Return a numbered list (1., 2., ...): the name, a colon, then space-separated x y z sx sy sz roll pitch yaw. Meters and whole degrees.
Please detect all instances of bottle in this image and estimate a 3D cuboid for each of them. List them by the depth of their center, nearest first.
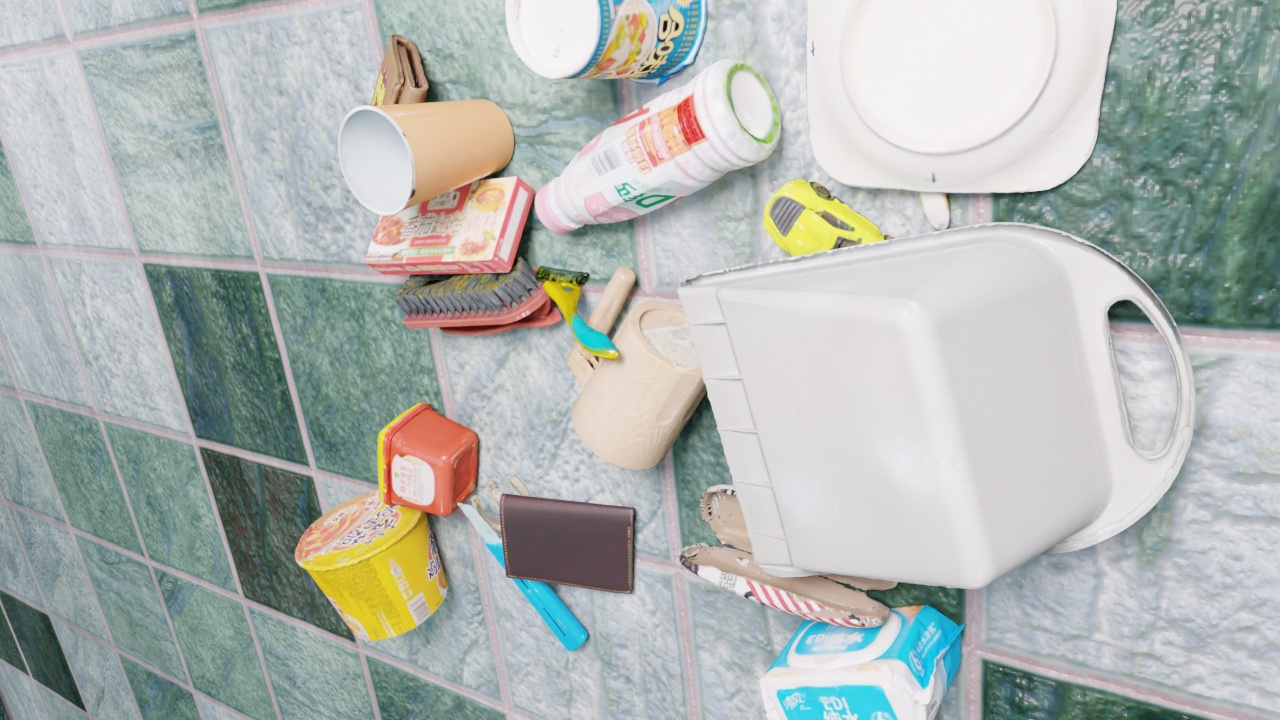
1. bottle: 0.003 -0.137 0.638 0.197 0.068 0.068 -19 99 43

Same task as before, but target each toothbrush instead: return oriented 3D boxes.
1. toothbrush: 0.157 -0.169 0.546 0.016 0.018 0.191 -8 108 40

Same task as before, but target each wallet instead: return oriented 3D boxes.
1. wallet: -0.207 -0.198 0.760 0.116 0.033 0.090 -58 39 36
2. wallet: -0.066 0.166 0.827 0.122 0.020 0.096 6 120 10

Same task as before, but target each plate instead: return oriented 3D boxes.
1. plate: 0.169 -0.172 0.506 0.164 0.034 0.164 5 113 23

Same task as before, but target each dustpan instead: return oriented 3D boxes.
1. dustpan: 0.175 0.028 0.566 0.258 0.142 0.223 1 110 61

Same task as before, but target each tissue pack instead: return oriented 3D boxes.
1. tissue pack: 0.161 0.226 0.671 0.140 0.089 0.063 -21 98 40

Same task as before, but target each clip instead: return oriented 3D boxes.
1. clip: -0.129 0.161 0.888 0.083 0.034 0.105 -1 118 32

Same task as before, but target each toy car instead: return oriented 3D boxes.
1. toy car: 0.126 -0.075 0.598 0.105 0.032 0.048 39 127 13

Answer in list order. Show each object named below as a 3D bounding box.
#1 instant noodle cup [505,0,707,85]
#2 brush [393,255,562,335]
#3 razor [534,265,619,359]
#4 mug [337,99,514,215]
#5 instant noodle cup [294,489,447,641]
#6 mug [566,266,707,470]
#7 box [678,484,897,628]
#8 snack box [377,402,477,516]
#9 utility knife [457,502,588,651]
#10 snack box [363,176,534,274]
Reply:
1. instant noodle cup: -0.025 -0.222 0.588 0.099 0.109 0.099 14 117 30
2. brush: -0.134 -0.052 0.781 0.146 0.063 0.069 0 141 34
3. razor: -0.043 -0.032 0.687 0.132 0.043 0.028 54 128 51
4. mug: -0.157 -0.162 0.701 0.078 0.122 0.078 15 118 31
5. instant noodle cup: -0.270 0.213 0.954 0.138 0.137 0.110 0 119 36
6. mug: -0.004 0.004 0.703 0.124 0.084 0.104 56 132 30
7. box: 0.113 0.139 0.689 0.163 0.076 0.088 10 90 32
8. snack box: -0.204 0.100 0.884 0.080 0.081 0.091 18 121 17
9. utility knife: -0.112 0.206 0.878 0.034 0.018 0.191 -23 109 41
10. snack box: -0.161 -0.110 0.764 0.153 0.025 0.075 3 70 35
